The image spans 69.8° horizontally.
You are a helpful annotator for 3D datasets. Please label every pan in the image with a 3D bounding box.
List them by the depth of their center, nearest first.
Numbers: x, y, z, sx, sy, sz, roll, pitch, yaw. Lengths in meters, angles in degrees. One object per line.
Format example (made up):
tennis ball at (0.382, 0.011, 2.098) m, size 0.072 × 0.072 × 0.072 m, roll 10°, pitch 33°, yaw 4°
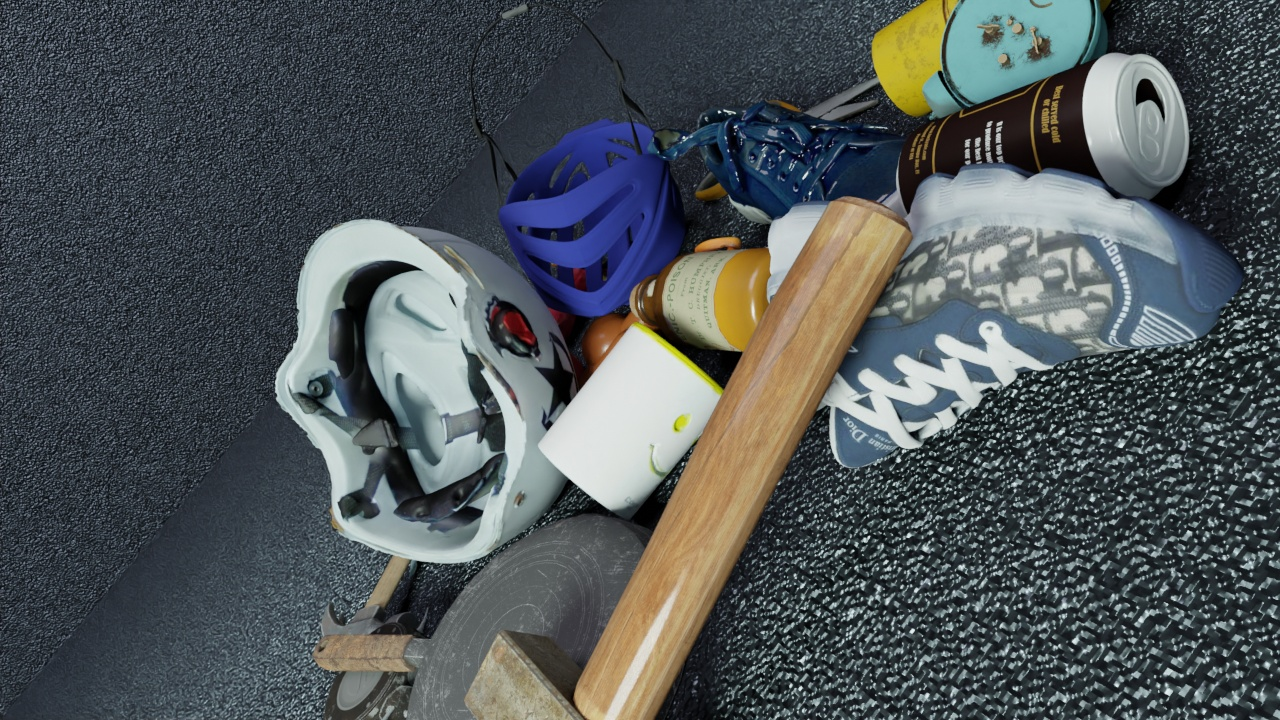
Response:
pan at (-0.120, 0.185, 0.580) m, size 0.358 × 0.040 × 0.207 m, roll -13°, pitch 42°, yaw 40°

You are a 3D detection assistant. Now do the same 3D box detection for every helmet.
helmet at (-0.147, 0.014, 0.722) m, size 0.237 × 0.264 × 0.163 m, roll -17°, pitch 4°, yaw 35°
helmet at (-0.056, -0.160, 0.742) m, size 0.148 × 0.228 × 0.241 m, roll -18°, pitch 37°, yaw 12°

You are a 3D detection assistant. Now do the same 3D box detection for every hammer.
hammer at (0.037, 0.067, 0.400) m, size 0.158 × 0.037 × 0.301 m, roll 29°, pitch 93°, yaw 48°
hammer at (-0.203, 0.139, 0.880) m, size 0.120 × 0.031 × 0.330 m, roll -19°, pitch 33°, yaw 30°

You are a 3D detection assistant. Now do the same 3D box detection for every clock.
clock at (0.220, -0.171, 0.540) m, size 0.090 × 0.053 × 0.124 m, roll 39°, pitch 114°, yaw 39°
clock at (-0.186, 0.244, 0.670) m, size 0.091 × 0.044 × 0.122 m, roll -39°, pitch 27°, yaw 13°

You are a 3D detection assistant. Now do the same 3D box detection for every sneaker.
sneaker at (0.136, -0.007, 0.437) m, size 0.270 × 0.103 × 0.132 m, roll 6°, pitch 73°, yaw 64°
sneaker at (0.103, -0.149, 0.665) m, size 0.121 × 0.127 × 0.294 m, roll -46°, pitch 24°, yaw 3°

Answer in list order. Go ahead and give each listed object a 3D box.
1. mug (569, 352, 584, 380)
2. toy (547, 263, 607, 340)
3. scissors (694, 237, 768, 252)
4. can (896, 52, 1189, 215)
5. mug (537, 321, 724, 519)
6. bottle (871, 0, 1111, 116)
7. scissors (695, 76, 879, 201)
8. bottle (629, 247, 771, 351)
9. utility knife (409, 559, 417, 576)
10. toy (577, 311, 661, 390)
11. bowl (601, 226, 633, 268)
mug at (-0.126, 0.006, 0.875) m, size 0.117 × 0.096 × 0.080 m, roll -11°, pitch 43°, yaw 57°
toy at (-0.085, -0.058, 0.957) m, size 0.138 × 0.067 × 0.105 m, roll -47°, pitch 25°, yaw 26°
scissors at (0.073, -0.069, 0.707) m, size 0.133 × 0.084 × 0.012 m, roll 125°, pitch 147°, yaw -75°
can at (0.200, -0.104, 0.473) m, size 0.129 × 0.072 × 0.071 m, roll -9°, pitch 44°, yaw 58°
mug at (-0.005, 0.040, 0.611) m, size 0.106 × 0.082 × 0.082 m, roll -51°, pitch 22°, yaw -2°
bottle at (0.241, -0.231, 0.606) m, size 0.164 × 0.071 × 0.070 m, roll -22°, pitch 34°, yaw 48°
scissors at (0.131, -0.205, 0.845) m, size 0.166 × 0.016 × 0.225 m, roll -54°, pitch 24°, yaw -11°
bottle at (0.048, -0.041, 0.633) m, size 0.157 × 0.068 × 0.067 m, roll 5°, pitch 57°, yaw 53°
utility knife at (-0.222, 0.162, 0.910) m, size 0.022 × 0.015 × 0.158 m, roll -35°, pitch 26°, yaw 12°
toy at (-0.004, 0.004, 0.718) m, size 0.095 × 0.065 × 0.127 m, roll -52°, pitch 31°, yaw 8°
bowl at (0.006, -0.122, 0.891) m, size 0.111 × 0.055 × 0.110 m, roll -40°, pitch 23°, yaw 21°
